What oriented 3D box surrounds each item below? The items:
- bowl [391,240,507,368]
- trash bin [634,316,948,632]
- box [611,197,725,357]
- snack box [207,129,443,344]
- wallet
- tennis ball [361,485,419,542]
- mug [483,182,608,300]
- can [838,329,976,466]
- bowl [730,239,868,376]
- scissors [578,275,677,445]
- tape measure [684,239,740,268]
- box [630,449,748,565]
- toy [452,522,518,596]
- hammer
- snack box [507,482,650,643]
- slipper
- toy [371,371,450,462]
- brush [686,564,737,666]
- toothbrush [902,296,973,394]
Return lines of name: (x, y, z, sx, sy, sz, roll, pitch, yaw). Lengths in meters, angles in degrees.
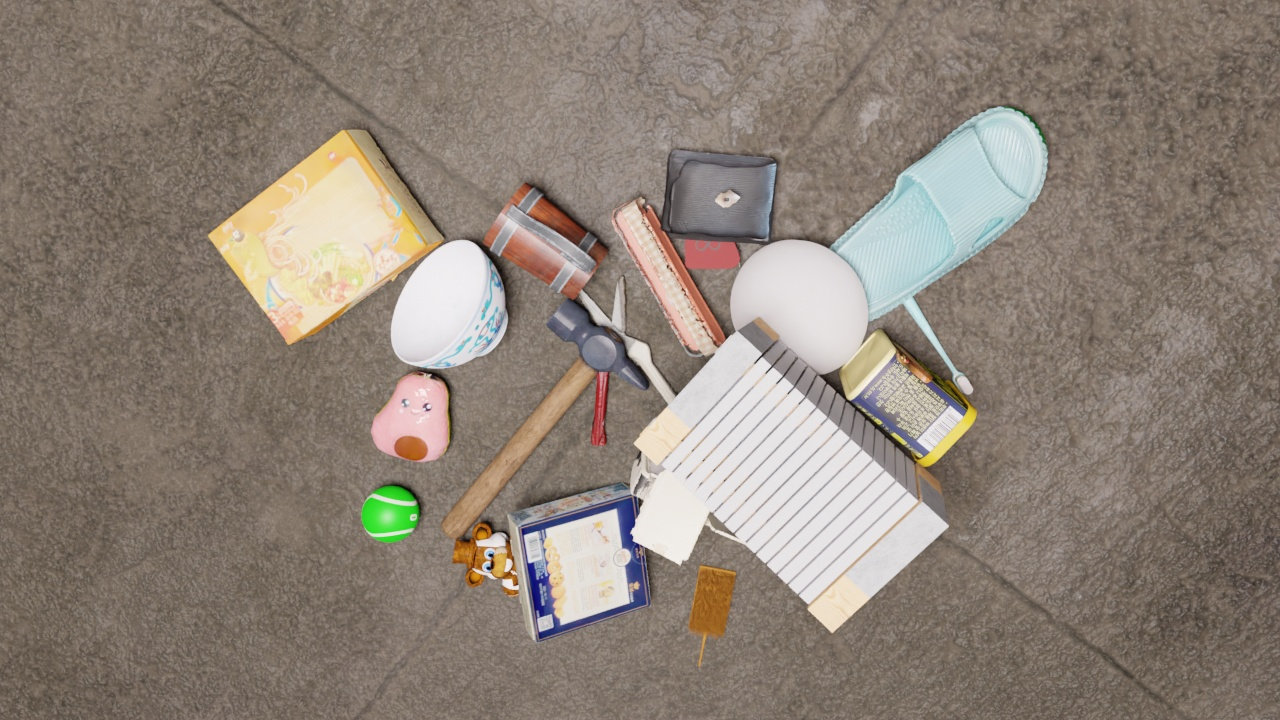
bowl: (-0.192, -0.048, 0.987, 0.144, 0.144, 0.074, -44, 135, 14)
trash bin: (0.146, 0.099, 0.879, 0.247, 0.142, 0.143, 43, 106, 6)
box: (0.027, -0.085, 0.977, 0.067, 0.056, 0.187, -24, 100, 44)
snack box: (-0.333, -0.132, 0.989, 0.195, 0.080, 0.145, -33, 98, 13)
wallet: (0.082, -0.167, 0.952, 0.115, 0.026, 0.089, 6, 86, 5)
tennis ball: (-0.291, 0.179, 1.070, 0.065, 0.065, 0.065, 1, 104, 6)
mug: (-0.095, -0.122, 0.950, 0.111, 0.117, 0.081, 35, 86, -7)
can: (0.267, 0.033, 0.938, 0.104, 0.135, 0.075, 39, 104, -1)
bowl: (0.156, -0.047, 0.948, 0.150, 0.043, 0.150, 12, 115, 26)
scissors: (-0.013, 0.013, 1.024, 0.179, 0.015, 0.199, 24, 105, 1)
tape measure: (0.077, -0.124, 0.978, 0.059, 0.019, 0.051, 1, 101, 6)
box: (0.066, 0.140, 0.958, 0.143, 0.180, 0.080, 22, 110, -6)
toy: (-0.162, 0.232, 1.070, 0.112, 0.067, 0.087, 9, 96, -9)
hammer: (-0.127, 0.089, 1.039, 0.129, 0.040, 0.322, 40, 108, -1)
snack box: (-0.067, 0.227, 1.037, 0.144, 0.043, 0.144, -12, 105, -22)
slipper: (0.290, -0.139, 0.919, 0.276, 0.069, 0.116, -40, 92, 12)
toy: (-0.257, 0.062, 1.044, 0.090, 0.051, 0.110, 15, 104, 1)
brush: (0.081, 0.305, 1.085, 0.048, 0.017, 0.126, 10, 105, 4)
toothbrush: (0.302, -0.038, 0.977, 0.016, 0.016, 0.180, -34, 96, 11)
